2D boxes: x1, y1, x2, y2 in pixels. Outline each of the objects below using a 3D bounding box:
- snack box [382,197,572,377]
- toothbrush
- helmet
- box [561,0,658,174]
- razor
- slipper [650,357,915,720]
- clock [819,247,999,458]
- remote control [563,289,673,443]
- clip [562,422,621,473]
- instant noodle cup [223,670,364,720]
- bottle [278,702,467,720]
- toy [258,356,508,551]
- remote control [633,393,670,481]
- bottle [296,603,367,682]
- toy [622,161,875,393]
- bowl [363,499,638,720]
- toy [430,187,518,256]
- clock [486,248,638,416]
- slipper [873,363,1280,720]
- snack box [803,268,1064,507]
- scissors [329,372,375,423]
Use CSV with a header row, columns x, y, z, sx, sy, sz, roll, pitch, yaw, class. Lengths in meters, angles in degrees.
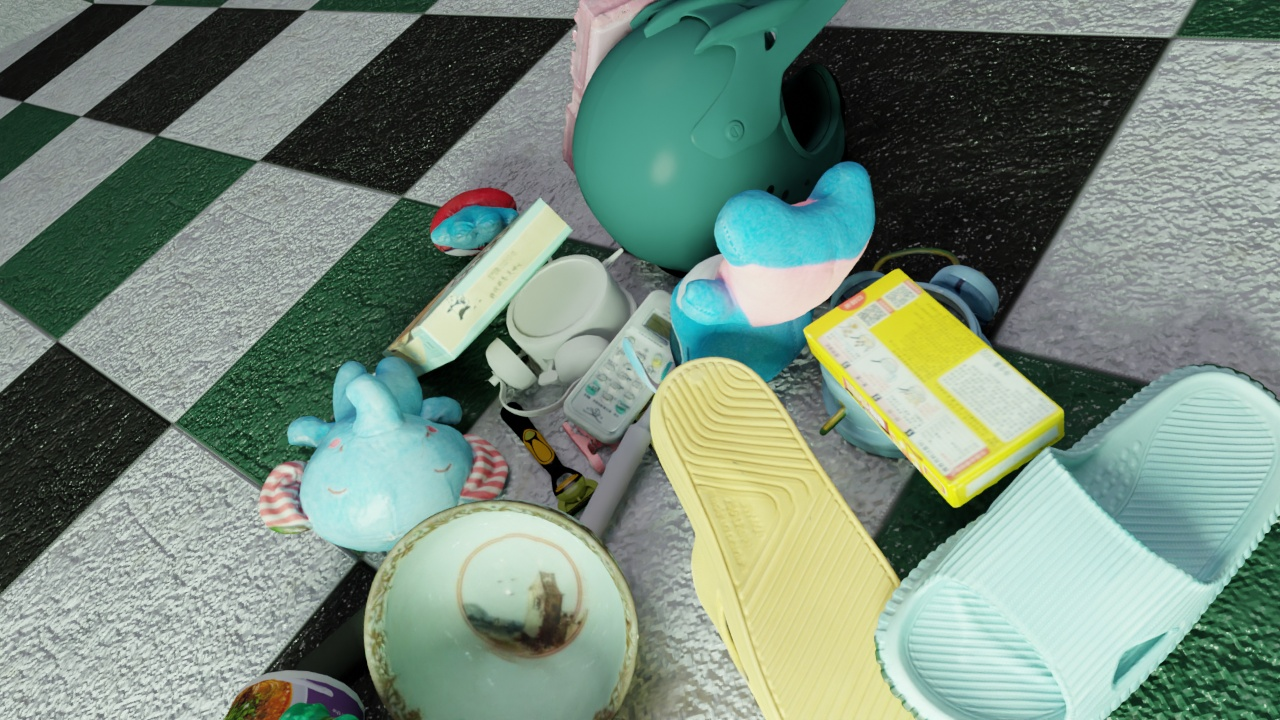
x,y,z,sx,sy,sz,roll,pitch,yaw,class
-0.143,-0.053,0.779,0.141,0.044,0.194,-50,13,-20,snack box
-0.015,0.079,0.656,0.019,0.018,0.187,14,65,35,toothbrush
0.066,-0.211,0.763,0.274,0.200,0.176,-39,44,-10,helmet
0.009,-0.280,0.855,0.178,0.233,0.040,-37,77,-18,box
-0.076,0.072,0.712,0.044,0.021,0.144,-38,42,-8,razor
0.081,0.118,0.537,0.099,0.078,0.263,-20,62,-11,slipper
0.180,-0.010,0.621,0.118,0.060,0.161,-4,52,26,clock
-0.004,0.004,0.704,0.050,0.022,0.133,33,64,10,remote control
-0.040,0.067,0.698,0.060,0.023,0.045,10,54,28,clip
-0.223,0.258,0.547,0.122,0.137,0.121,-32,32,18,instant noodle cup
-0.095,0.229,0.489,0.210,0.068,0.067,11,53,8,bottle
-0.200,0.059,0.713,0.183,0.115,0.180,-8,54,-13,toy
0.026,0.044,0.687,0.058,0.013,0.133,-32,43,-3,remote control
-0.222,0.217,0.645,0.122,0.033,0.033,-41,44,-11,bottle
0.091,-0.057,0.636,0.223,0.192,0.099,-33,73,-32,toy
-0.077,0.155,0.565,0.160,0.160,0.094,-26,3,4,bowl
-0.162,-0.133,0.901,0.092,0.062,0.133,-31,21,-3,toy
-0.064,-0.018,0.763,0.120,0.061,0.158,-1,55,31,clock
0.243,0.092,0.467,0.275,0.069,0.116,-37,74,-13,slipper
0.169,0.010,0.547,0.075,0.025,0.152,-33,45,-1,snack box
-0.234,0.051,0.819,0.125,0.013,0.126,-9,43,19,scissors
